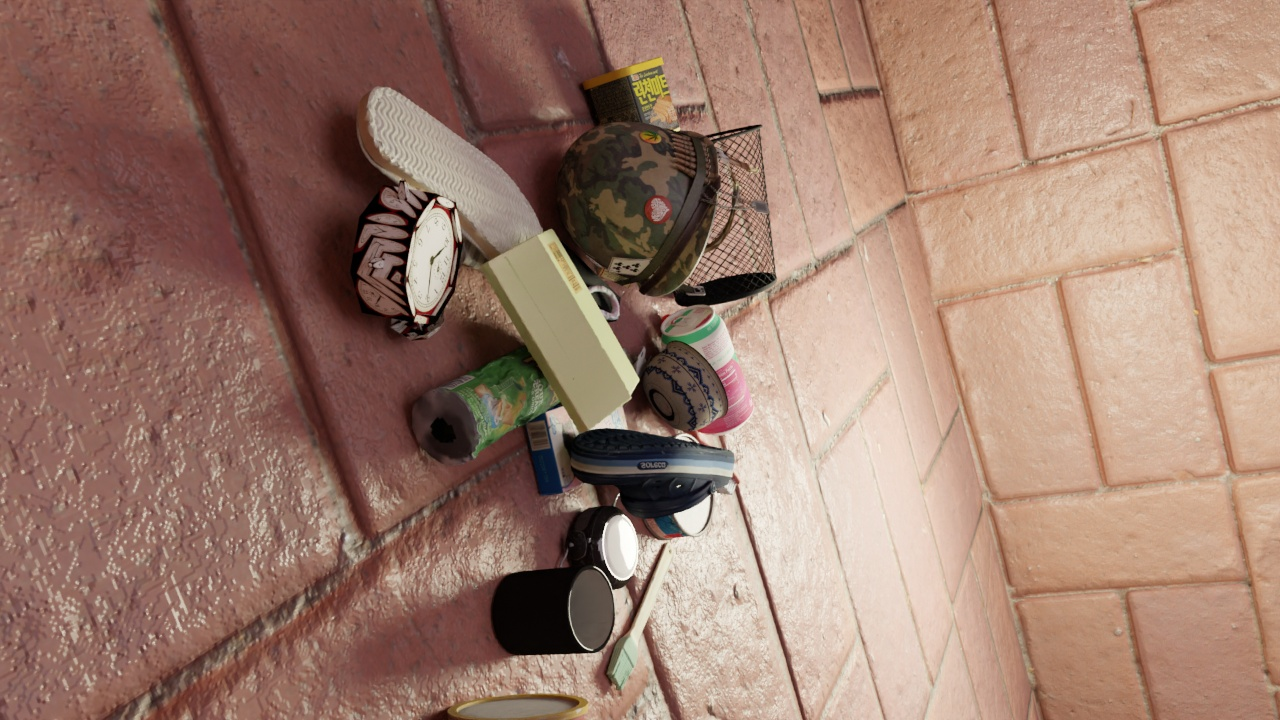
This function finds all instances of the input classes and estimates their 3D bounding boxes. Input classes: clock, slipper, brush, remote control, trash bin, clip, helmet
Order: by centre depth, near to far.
[{"bbox_3d":[-0.111,0.328,0.751,0.158,0.117,0.081,12,72,-53],"label":"clock"},{"bbox_3d":[-0.199,-0.081,0.787,0.155,0.065,0.114,76,26,-67],"label":"clock"},{"bbox_3d":[-0.177,-0.157,0.874,0.272,0.054,0.114,42,44,-54],"label":"slipper"},{"bbox_3d":[-0.038,0.205,0.990,0.122,0.044,0.091,-42,116,-57],"label":"clock"},{"bbox_3d":[0.025,0.128,1.001,0.252,0.105,0.095,11,91,-54],"label":"slipper"},{"bbox_3d":[0.006,0.290,1.071,0.033,0.012,0.217,64,31,-23],"label":"brush"},{"bbox_3d":[0.021,-0.173,1.071,0.235,0.193,0.224,3,45,-42],"label":"helmet"},{"bbox_3d":[-0.070,-0.095,1.078,0.150,0.013,0.034,42,49,-46],"label":"remote control"},{"bbox_3d":[-0.006,0.008,1.135,0.101,0.041,0.054,-63,145,-50],"label":"clip"},{"bbox_3d":[0.083,0.127,1.243,0.172,0.041,0.030,52,54,-34],"label":"brush"},{"bbox_3d":[0.094,-0.193,1.248,0.183,0.184,0.210,-39,119,-58],"label":"trash bin"}]

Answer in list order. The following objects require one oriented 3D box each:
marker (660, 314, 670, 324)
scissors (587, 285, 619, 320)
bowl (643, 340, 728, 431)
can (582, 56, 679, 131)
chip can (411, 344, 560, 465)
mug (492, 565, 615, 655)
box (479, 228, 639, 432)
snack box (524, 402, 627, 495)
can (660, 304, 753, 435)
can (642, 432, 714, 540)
[{"bbox_3d":[0.068,-0.002,1.277,0.145,0.021,0.023,59,4,-30],"label":"marker"},{"bbox_3d":[-0.072,-0.057,1.047,0.167,0.014,0.170,-42,118,-49],"label":"scissors"},{"bbox_3d":[0.048,0.039,1.143,0.059,0.116,0.115,-35,114,-23],"label":"bowl"},{"bbox_3d":[-0.008,-0.337,1.219,0.130,0.073,0.101,-44,120,-56],"label":"can"},{"bbox_3d":[-0.123,0.028,0.879,0.222,0.076,0.075,-34,109,-59],"label":"chip can"},{"bbox_3d":[-0.073,0.231,0.875,0.113,0.088,0.078,-23,99,-60],"label":"mug"},{"bbox_3d":[-0.066,-0.037,0.900,0.188,0.048,0.140,61,29,-7],"label":"box"},{"bbox_3d":[-0.064,0.085,1.002,0.153,0.033,0.088,-18,97,-60],"label":"snack box"},{"bbox_3d":[0.089,0.015,1.225,0.166,0.088,0.088,67,31,-27],"label":"can"},{"bbox_3d":[0.044,0.158,1.151,0.130,0.044,0.129,29,55,-53],"label":"can"}]
